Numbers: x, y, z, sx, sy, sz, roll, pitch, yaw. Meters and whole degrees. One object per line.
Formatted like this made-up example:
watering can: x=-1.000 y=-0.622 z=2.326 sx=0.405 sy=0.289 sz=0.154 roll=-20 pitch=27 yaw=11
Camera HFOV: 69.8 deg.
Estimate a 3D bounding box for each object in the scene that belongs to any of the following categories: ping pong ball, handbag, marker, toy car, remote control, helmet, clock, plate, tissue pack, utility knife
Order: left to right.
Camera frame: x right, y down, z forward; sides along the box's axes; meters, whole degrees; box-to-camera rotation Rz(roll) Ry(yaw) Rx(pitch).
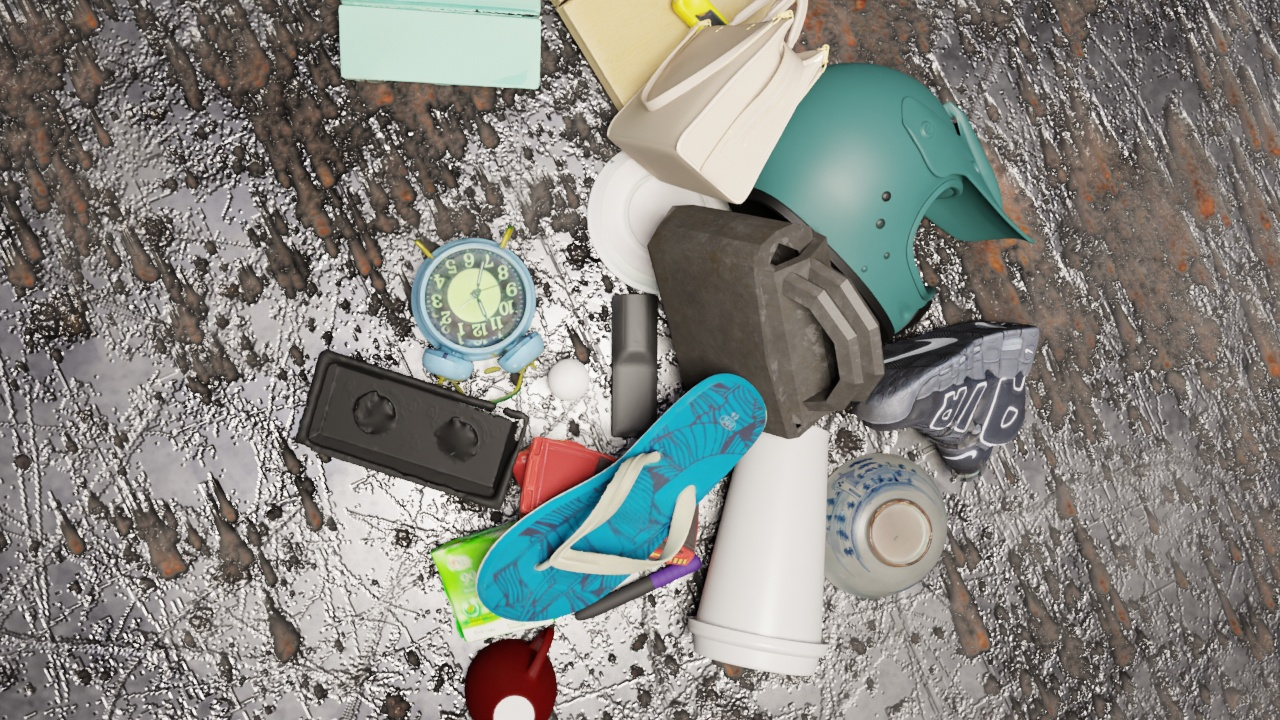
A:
toy car: x=-0.199 y=0.057 z=0.829 sx=0.192 sy=0.071 sz=0.094 roll=17 pitch=99 yaw=-1
clock: x=-0.150 y=-0.040 z=0.853 sx=0.118 sy=0.060 sz=0.162 roll=-13 pitch=95 yaw=-11
tissue pack: x=-0.131 y=0.204 z=0.842 sx=0.114 sy=0.034 sz=0.099 roll=-19 pitch=93 yaw=21
ping pong ball: x=-0.068 y=0.019 z=0.874 sx=0.040 sy=0.040 sz=0.040 roll=0 pitch=88 yaw=-10
toy car: x=-0.025 y=0.130 z=0.841 sx=0.189 sy=0.056 sz=0.081 roll=23 pitch=59 yaw=-29
remote control: x=-0.005 y=0.005 z=0.895 sx=0.045 sy=0.021 sz=0.140 roll=1 pitch=90 yaw=-8
marker: x=-0.002 y=0.222 z=0.893 sx=0.134 sy=0.018 sz=0.015 roll=-23 pitch=95 yaw=-7
plate: x=0.026 y=-0.143 z=0.907 sx=0.157 sy=0.014 sz=0.157 roll=0 pitch=88 yaw=-10
handbag: x=0.080 y=-0.247 z=0.802 sx=0.101 sy=0.194 sz=0.198 roll=35 pitch=92 yaw=-27
utility knife: x=0.097 y=-0.300 z=0.899 sx=0.172 sy=0.020 sz=0.029 roll=36 pitch=92 yaw=-29
handbag: x=0.123 y=-0.034 z=0.794 sx=0.102 sy=0.199 sz=0.197 roll=-35 pitch=126 yaw=-28
helmet: x=0.227 y=-0.157 z=0.865 sx=0.275 sy=0.176 sz=0.200 roll=42 pitch=86 yaw=-17

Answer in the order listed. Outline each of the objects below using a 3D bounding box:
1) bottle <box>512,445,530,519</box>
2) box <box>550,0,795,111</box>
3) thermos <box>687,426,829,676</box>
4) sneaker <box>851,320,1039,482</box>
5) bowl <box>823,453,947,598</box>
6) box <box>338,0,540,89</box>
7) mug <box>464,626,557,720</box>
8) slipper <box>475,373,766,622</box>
bottle: x=-0.078 y=0.142 z=0.863 sx=0.071 sy=0.049 sz=0.134 roll=-25 pitch=92 yaw=-29
box: x=0.018 y=-0.407 z=0.878 sx=0.246 sy=0.068 sz=0.253 roll=-37 pitch=111 yaw=-8
thermos: x=0.123 y=0.172 z=0.867 sx=0.131 sy=0.132 sz=0.221 roll=12 pitch=79 yaw=-9
sneaker: x=0.294 y=0.054 z=0.889 sx=0.251 sy=0.097 sz=0.151 roll=-18 pitch=105 yaw=-36
bowl: x=0.248 y=0.169 z=0.916 sx=0.150 sy=0.057 sz=0.150 roll=0 pitch=89 yaw=-9
box: x=-0.187 y=-0.327 z=0.864 sx=0.187 sy=0.052 sz=0.139 roll=-1 pitch=95 yaw=-11
mug: x=-0.110 y=0.296 z=0.835 sx=0.087 sy=0.088 sz=0.114 roll=32 pitch=84 yaw=-8
slipper: x=-0.005 y=0.130 z=0.771 sx=0.295 sy=0.060 sz=0.118 roll=-41 pitch=122 yaw=1
